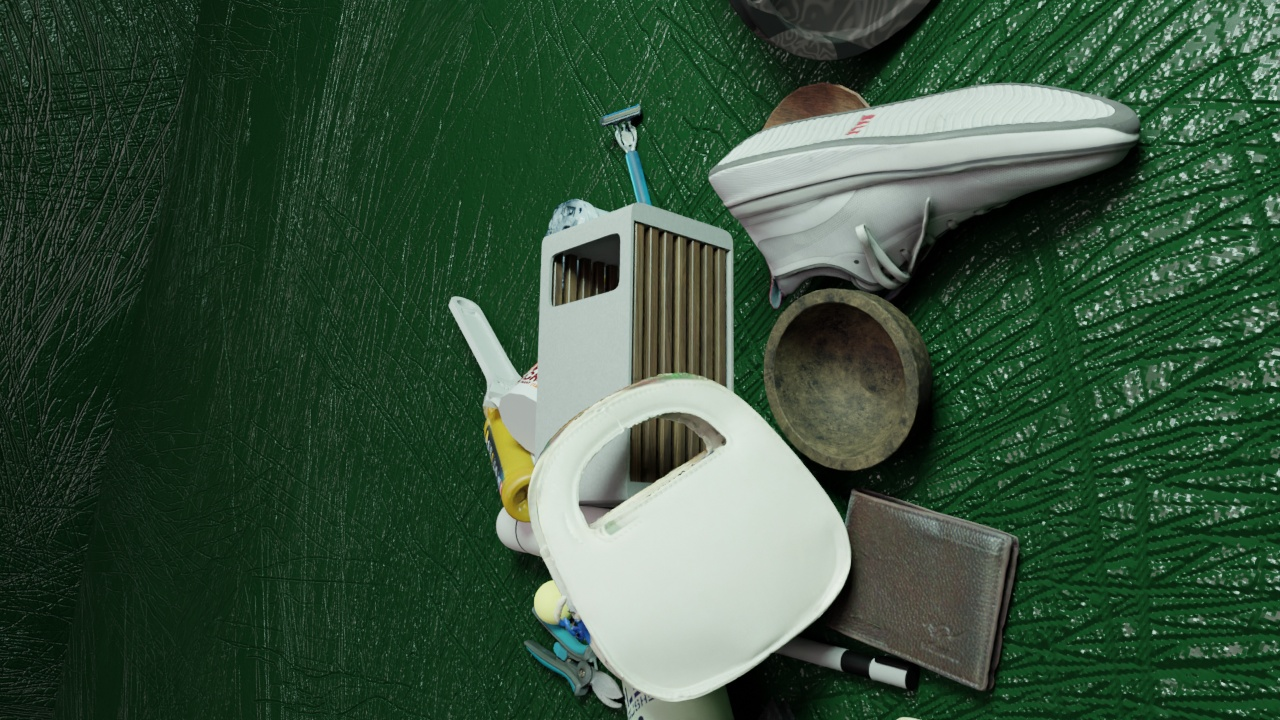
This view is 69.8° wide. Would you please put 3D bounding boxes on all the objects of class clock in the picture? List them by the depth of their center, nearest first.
[{"bbox_3d":[-0.062,-0.109,0.888,0.129,0.052,0.090,20,98,53],"label":"clock"}]

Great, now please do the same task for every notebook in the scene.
[{"bbox_3d":[0.071,0.373,0.618,0.169,0.019,0.232,-112,40,-54],"label":"notebook"}]

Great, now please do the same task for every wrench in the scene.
[{"bbox_3d":[-0.146,-0.001,0.966,0.018,0.086,0.273,-63,34,18],"label":"wrench"}]

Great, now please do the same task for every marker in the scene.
[{"bbox_3d":[0.129,0.206,0.642,0.141,0.016,0.016,-2,81,48],"label":"marker"}]

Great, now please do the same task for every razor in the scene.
[{"bbox_3d":[-0.003,-0.174,0.864,0.042,0.022,0.143,-16,71,7],"label":"razor"}]

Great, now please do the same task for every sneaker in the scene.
[{"bbox_3d":[0.178,-0.099,0.596,0.264,0.096,0.129,-5,120,32],"label":"sneaker"}]

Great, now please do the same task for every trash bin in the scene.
[{"bbox_3d":[-0.004,0.004,0.757,0.115,0.114,0.228,-10,75,47],"label":"trash bin"}]

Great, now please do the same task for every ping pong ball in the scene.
[{"bbox_3d":[-0.079,0.225,0.855,0.040,0.040,0.040,-12,74,47],"label":"ping pong ball"}]

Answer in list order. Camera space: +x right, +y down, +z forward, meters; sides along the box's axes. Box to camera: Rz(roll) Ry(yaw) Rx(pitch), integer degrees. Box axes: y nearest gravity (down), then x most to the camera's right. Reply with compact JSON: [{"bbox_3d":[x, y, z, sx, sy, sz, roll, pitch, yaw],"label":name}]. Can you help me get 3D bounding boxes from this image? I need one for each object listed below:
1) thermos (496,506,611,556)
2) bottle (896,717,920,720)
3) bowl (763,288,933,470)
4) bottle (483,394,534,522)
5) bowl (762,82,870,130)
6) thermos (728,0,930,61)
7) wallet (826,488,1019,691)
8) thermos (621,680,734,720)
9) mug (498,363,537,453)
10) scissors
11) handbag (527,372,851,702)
[{"bbox_3d":[-0.053,0.158,0.829,0.225,0.052,0.052,-3,80,48],"label":"thermos"},{"bbox_3d":[0.154,0.305,0.562,0.059,0.059,0.167,12,90,49],"label":"bottle"},{"bbox_3d":[0.149,0.009,0.624,0.121,0.056,0.121,12,107,46],"label":"bowl"},{"bbox_3d":[-0.122,0.083,0.892,0.053,0.053,0.186,-64,27,18],"label":"bottle"},{"bbox_3d":[0.137,-0.155,0.695,0.114,0.026,0.102,38,111,45],"label":"bowl"},{"bbox_3d":[0.108,-0.349,0.668,0.173,0.172,0.226,-51,43,29],"label":"thermos"},{"bbox_3d":[0.177,0.144,0.591,0.120,0.031,0.099,13,96,48],"label":"wallet"},{"bbox_3d":[0.033,0.258,0.657,0.082,0.082,0.231,-54,29,27],"label":"thermos"},{"bbox_3d":[-0.068,0.044,0.834,0.073,0.089,0.105,17,136,30],"label":"mug"},{"bbox_3d":[-0.064,0.270,0.846,0.132,0.019,0.148,-40,54,38],"label":"scissors"},{"bbox_3d":[0.021,0.114,0.634,0.199,0.200,0.093,59,168,6],"label":"handbag"}]
